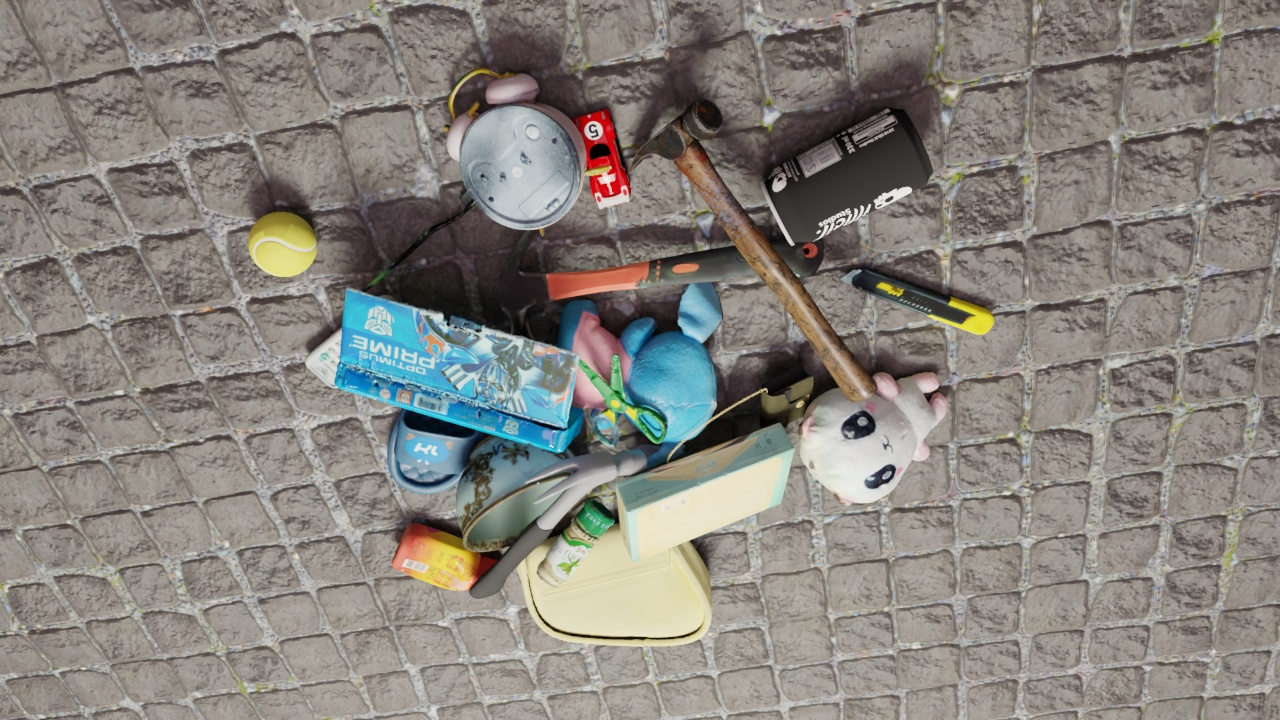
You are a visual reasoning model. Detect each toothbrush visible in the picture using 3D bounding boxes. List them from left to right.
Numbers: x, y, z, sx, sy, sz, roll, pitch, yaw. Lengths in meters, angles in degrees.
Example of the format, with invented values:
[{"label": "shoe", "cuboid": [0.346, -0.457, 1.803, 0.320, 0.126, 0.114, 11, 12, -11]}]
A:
[{"label": "toothbrush", "cuboid": [-0.229, -0.125, 0.951, 0.188, 0.014, 0.017, -35, 101, 19]}]

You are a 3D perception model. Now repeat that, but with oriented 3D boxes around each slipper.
[{"label": "slipper", "cuboid": [-0.222, 0.071, 1.038, 0.103, 0.059, 0.214, 20, 117, -12]}]

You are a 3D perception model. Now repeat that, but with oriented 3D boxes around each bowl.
[{"label": "bowl", "cuboid": [-0.144, 0.135, 1.039, 0.159, 0.094, 0.160, -26, 156, -13]}]

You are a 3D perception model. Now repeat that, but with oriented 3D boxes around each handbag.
[{"label": "handbag", "cuboid": [-0.033, 0.269, 1.142, 0.233, 0.088, 0.191, -12, 104, 8]}, {"label": "handbag", "cuboid": [0.108, 0.070, 0.994, 0.177, 0.027, 0.084, -26, 143, -15]}]

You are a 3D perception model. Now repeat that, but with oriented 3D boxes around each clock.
[{"label": "clock", "cuboid": [-0.119, -0.201, 0.867, 0.117, 0.058, 0.158, -38, 103, 27]}]

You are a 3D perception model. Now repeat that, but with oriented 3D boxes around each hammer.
[{"label": "hammer", "cuboid": [-0.119, 0.193, 1.024, 0.124, 0.029, 0.312, -3, 146, -41]}, {"label": "hammer", "cuboid": [0.024, -0.090, 0.932, 0.333, 0.033, 0.133, -7, 84, -2]}, {"label": "hammer", "cuboid": [0.119, -0.090, 0.888, 0.330, 0.033, 0.120, 52, 146, -12]}]

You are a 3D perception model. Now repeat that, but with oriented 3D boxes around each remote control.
[{"label": "remote control", "cuboid": [-0.307, -0.021, 1.006, 0.133, 0.022, 0.050, -34, 113, 19]}]

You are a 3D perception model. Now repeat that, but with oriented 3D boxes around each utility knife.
[{"label": "utility knife", "cuboid": [0.294, -0.065, 0.973, 0.174, 0.020, 0.029, 18, 117, -8]}]

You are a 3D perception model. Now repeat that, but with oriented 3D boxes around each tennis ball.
[{"label": "tennis ball", "cuboid": [-0.361, -0.117, 0.927, 0.065, 0.065, 0.065, 0, 120, 1]}]

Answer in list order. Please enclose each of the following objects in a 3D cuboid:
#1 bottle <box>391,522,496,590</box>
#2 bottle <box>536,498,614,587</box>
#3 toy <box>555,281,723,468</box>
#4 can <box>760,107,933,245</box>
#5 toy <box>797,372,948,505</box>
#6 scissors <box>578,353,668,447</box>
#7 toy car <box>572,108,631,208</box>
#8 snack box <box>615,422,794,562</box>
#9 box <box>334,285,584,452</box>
[{"label": "bottle", "cuboid": [-0.238, 0.253, 1.148, 0.134, 0.048, 0.072, 25, 118, -13]}, {"label": "bottle", "cuboid": [-0.078, 0.215, 1.075, 0.042, 0.042, 0.110, 36, 98, -18]}, {"label": "toy", "cuboid": [-0.006, 0.006, 0.983, 0.191, 0.098, 0.224, 18, 112, 3]}, {"label": "can", "cuboid": [0.195, -0.174, 0.875, 0.146, 0.080, 0.080, -26, 116, 15]}, {"label": "toy", "cuboid": [0.261, 0.078, 1.018, 0.179, 0.101, 0.139, -30, 104, -4]}, {"label": "scissors", "cuboid": [-0.031, 0.044, 0.949, 0.113, 0.012, 0.131, -31, 109, 37]}, {"label": "toy car", "cuboid": [-0.037, -0.197, 0.898, 0.038, 0.025, 0.089, -13, 119, 8]}, {"label": "snack box", "cuboid": [0.071, 0.150, 1.019, 0.193, 0.044, 0.142, -20, 149, -10]}, {"label": "box", "cuboid": [-0.175, 0.004, 0.927, 0.243, 0.114, 0.114, 16, 101, 5]}]
